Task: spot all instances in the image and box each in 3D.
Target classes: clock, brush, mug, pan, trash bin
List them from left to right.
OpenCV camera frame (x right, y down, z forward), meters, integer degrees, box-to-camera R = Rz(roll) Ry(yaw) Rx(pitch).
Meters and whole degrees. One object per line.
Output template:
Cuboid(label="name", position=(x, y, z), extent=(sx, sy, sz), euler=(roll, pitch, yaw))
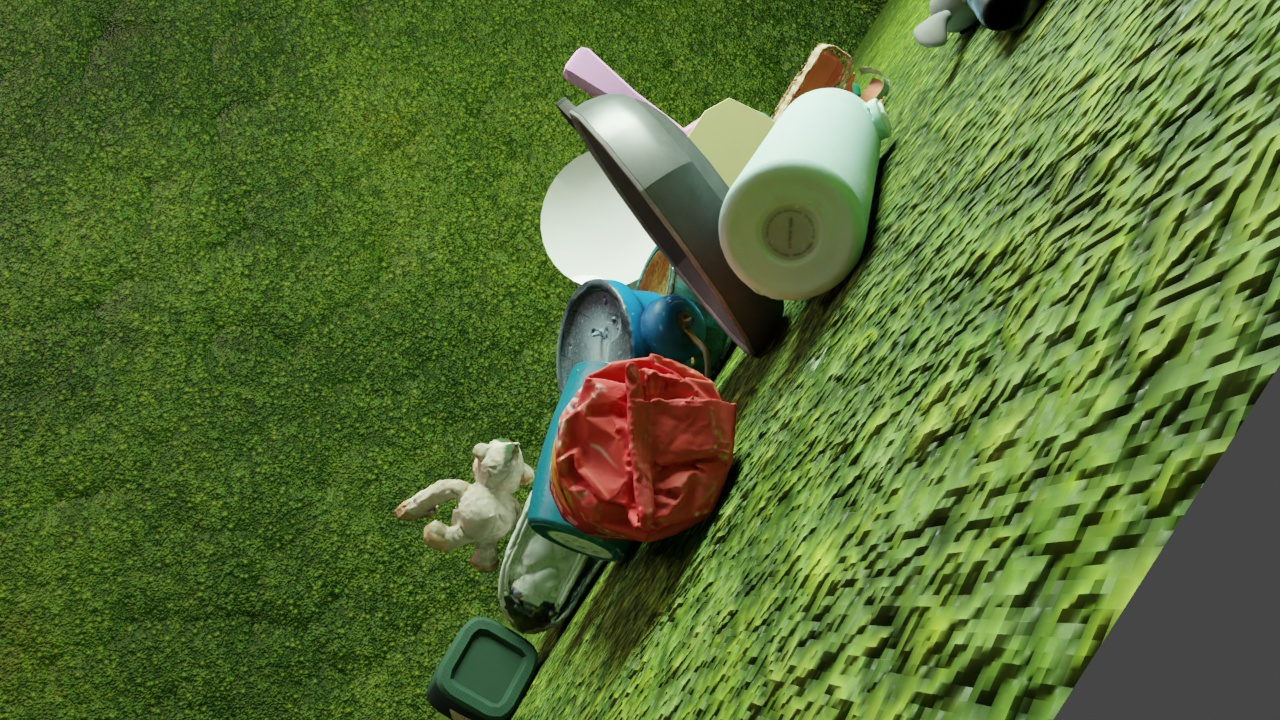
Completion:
Cuboid(label="mug", position=(-0.018, 0.072, 0.577), extent=(0.112, 0.084, 0.104), euler=(62, -135, -58))
Cuboid(label="clock", position=(-0.004, 0.004, 0.666), extent=(0.161, 0.060, 0.117), euler=(25, 109, 54))
Cuboid(label="pan", position=(-0.001, -0.128, 0.617), extent=(0.041, 0.178, 0.357), euler=(-37, 35, 2))
Cuboid(label="trash bin", position=(-0.001, -0.122, 0.933), extent=(0.195, 0.195, 0.199), euler=(-57, -17, 5))
Cuboid(label="clock", position=(0.041, -0.054, 0.764), extent=(0.121, 0.073, 0.157), euler=(138, 143, -64))
Cuboid(label="brush", position=(0.042, -0.169, 0.708), extent=(0.089, 0.228, 0.043), euler=(-57, 8, -14))

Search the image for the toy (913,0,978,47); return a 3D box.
Cuboid(label="toy", position=(0.177, -0.198, 0.511), extent=(0.049, 0.030, 0.111), euler=(-40, 4, 30))

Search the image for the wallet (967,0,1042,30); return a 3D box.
Cuboid(label="wallet", position=(0.176, -0.192, 0.375), extent=(0.115, 0.026, 0.089), euler=(-58, 2, 28))

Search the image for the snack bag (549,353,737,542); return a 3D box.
Cuboid(label="snack bag", position=(-0.003, 0.046, 0.437), extent=(0.082, 0.082, 0.176), euler=(-58, 0, -13))

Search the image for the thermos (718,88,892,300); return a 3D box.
Cuboid(label="thermos", position=(0.092, -0.098, 0.487), extent=(0.078, 0.065, 0.206), euler=(-25, 15, 26))

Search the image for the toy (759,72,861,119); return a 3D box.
Cuboid(label="toy", position=(0.144, -0.182, 0.862), extent=(0.194, 0.072, 0.130), euler=(-57, 36, 31))

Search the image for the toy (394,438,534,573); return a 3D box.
Cuboid(label="toy", position=(-0.122, 0.098, 0.679), extent=(0.106, 0.085, 0.074), euler=(-58, 23, 14))

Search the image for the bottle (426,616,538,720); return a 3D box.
Cuboid(label="bottle", position=(-0.122, 0.239, 0.687), extent=(0.061, 0.061, 0.132), euler=(-60, 2, -31))

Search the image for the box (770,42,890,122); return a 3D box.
Cuboid(label="box", position=(0.135, -0.174, 0.787), extent=(0.187, 0.085, 0.048), euler=(-60, 5, 16))

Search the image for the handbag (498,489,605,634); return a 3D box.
Cuboid(label="handbag", position=(-0.052, 0.123, 0.730), extent=(0.194, 0.072, 0.139), euler=(-63, -4, -83))
